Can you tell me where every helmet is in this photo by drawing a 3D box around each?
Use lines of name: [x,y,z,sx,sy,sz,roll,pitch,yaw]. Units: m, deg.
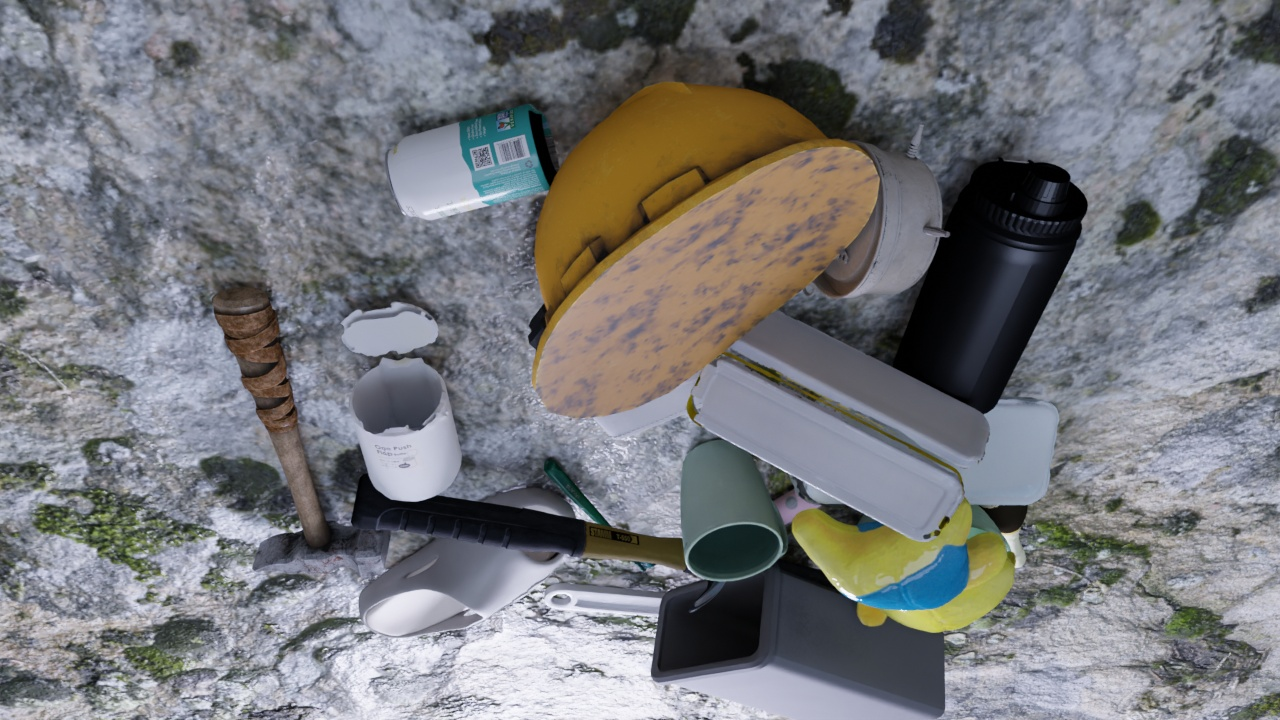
helmet: [0.013,-0.087,0.582,0.204,0.131,0.256,-6,150,-43]

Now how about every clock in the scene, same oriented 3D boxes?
clock: [0.153,-0.085,0.636,0.061,0.103,0.157,2,158,-18]

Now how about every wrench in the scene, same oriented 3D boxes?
wrench: [0.034,0.256,0.981,0.273,0.018,0.087,9,131,-13]
wrench: [0.164,0.223,0.950,0.273,0.022,0.074,20,136,-29]

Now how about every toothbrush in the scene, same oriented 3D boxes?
toothbrush: [-0.035,0.150,0.875,0.017,0.016,0.190,-23,131,17]
toothbrush: [0.136,0.145,0.883,0.223,0.027,0.026,-34,145,23]

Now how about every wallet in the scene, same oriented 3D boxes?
wallet: [-0.004,0.004,0.731,0.119,0.037,0.115,-24,131,19]

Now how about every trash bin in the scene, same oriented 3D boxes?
trash bin: [0.154,0.290,0.909,0.219,0.097,0.192,24,147,-23]

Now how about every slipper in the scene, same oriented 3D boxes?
slipper: [-0.170,0.220,0.880,0.266,0.080,0.113,-31,126,21]

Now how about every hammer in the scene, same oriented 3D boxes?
hammer: [-0.291,0.073,0.757,0.121,0.048,0.319,-1,131,-3]
hammer: [-0.077,0.150,0.792,0.332,0.117,0.025,12,127,-16]

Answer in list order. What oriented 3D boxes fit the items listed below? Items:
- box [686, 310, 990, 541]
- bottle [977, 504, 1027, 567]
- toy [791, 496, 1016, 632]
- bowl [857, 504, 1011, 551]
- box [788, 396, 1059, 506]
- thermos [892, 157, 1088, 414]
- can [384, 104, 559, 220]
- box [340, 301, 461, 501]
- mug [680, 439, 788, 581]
box: [0.145,0.039,0.677,0.210,0.117,0.057,28,170,11]
bottle: [0.357,0.150,0.901,0.045,0.045,0.184,-21,132,12]
toy: [0.232,0.177,0.766,0.149,0.083,0.214,-15,147,26]
bowl: [0.271,0.173,0.888,0.151,0.076,0.151,-1,134,-1]
box: [0.225,0.068,0.789,0.215,0.127,0.106,3,100,-7]
thermos: [0.254,-0.058,0.669,0.086,0.086,0.199,1,132,-8]
can: [-0.106,-0.125,0.585,0.102,0.054,0.055,-13,133,5]
box: [-0.187,0.033,0.708,0.083,0.092,0.166,0,141,-3]
mug: [0.086,0.134,0.814,0.111,0.103,0.084,29,123,-28]
